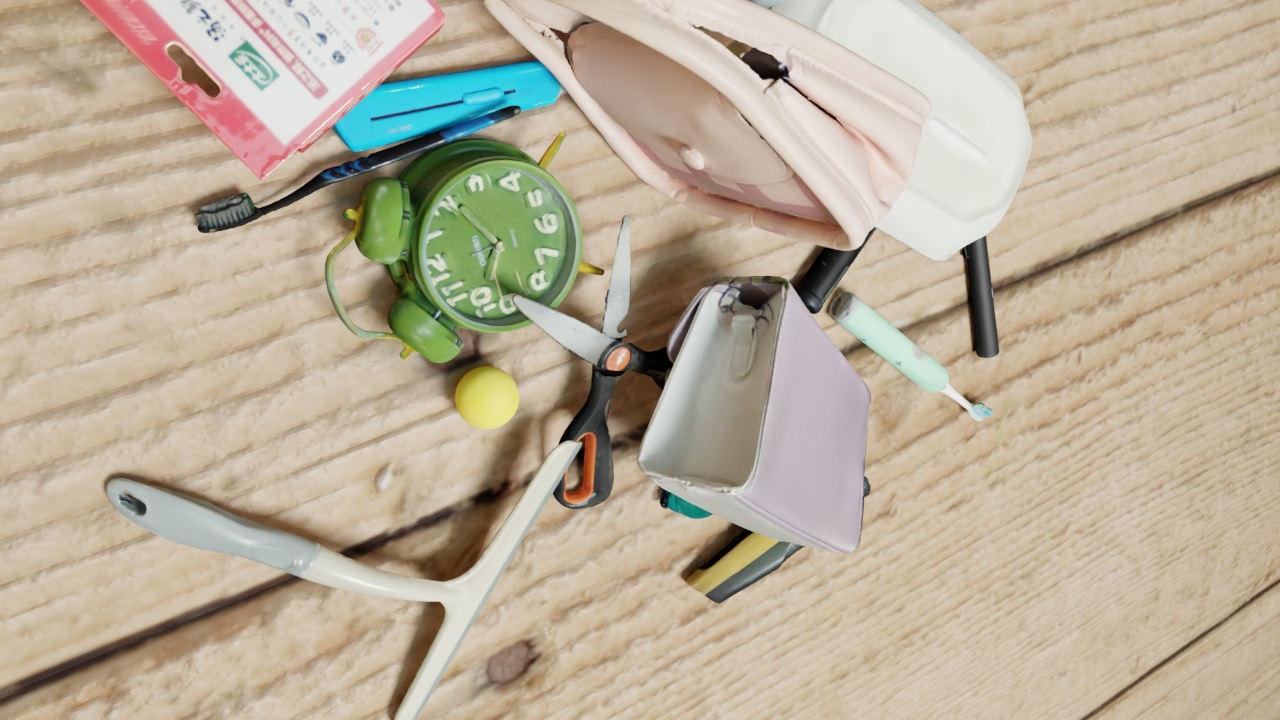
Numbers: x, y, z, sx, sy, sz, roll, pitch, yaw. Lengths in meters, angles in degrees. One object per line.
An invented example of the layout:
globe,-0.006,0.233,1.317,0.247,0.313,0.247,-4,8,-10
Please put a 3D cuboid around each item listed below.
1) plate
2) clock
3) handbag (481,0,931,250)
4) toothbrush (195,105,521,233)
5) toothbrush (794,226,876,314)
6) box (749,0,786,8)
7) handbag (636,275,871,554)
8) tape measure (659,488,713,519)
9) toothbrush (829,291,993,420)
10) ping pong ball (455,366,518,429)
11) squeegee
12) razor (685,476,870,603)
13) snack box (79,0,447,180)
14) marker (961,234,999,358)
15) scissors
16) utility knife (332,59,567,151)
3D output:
plate,0.197,-0.180,0.670,0.265,0.034,0.162,25,88,-27
clock,-0.105,-0.065,0.541,0.161,0.056,0.116,-26,117,-20
handbag,0.020,-0.151,0.489,0.234,0.193,0.093,22,94,-44
toothbrush,-0.153,-0.110,0.509,0.189,0.014,0.016,-25,139,-13
toothbrush,0.186,-0.128,0.710,0.212,0.026,0.027,-54,159,-5
box,0.130,-0.288,0.569,0.201,0.099,0.112,-29,130,-18
handbag,0.092,0.044,0.643,0.197,0.099,0.144,35,70,-52
tape measure,0.046,0.094,0.703,0.054,0.025,0.058,26,93,-33
toothbrush,0.236,0.004,0.782,0.224,0.027,0.026,32,52,-34
ping pong ball,-0.098,0.024,0.585,0.040,0.040,0.040,-10,111,-27
squeegee,-0.191,0.119,0.553,0.246,0.039,0.247,25,103,-29
razor,0.109,0.137,0.744,0.167,0.062,0.067,-35,90,-10
snack box,-0.182,-0.172,0.456,0.127,0.044,0.113,-45,112,-10
marker,0.295,-0.062,0.799,0.022,0.020,0.132,-20,116,-5
scissors,-0.012,0.014,0.611,0.220,0.022,0.231,4,118,-46
utility knife,-0.082,-0.161,0.546,0.209,0.018,0.034,-20,115,-25
